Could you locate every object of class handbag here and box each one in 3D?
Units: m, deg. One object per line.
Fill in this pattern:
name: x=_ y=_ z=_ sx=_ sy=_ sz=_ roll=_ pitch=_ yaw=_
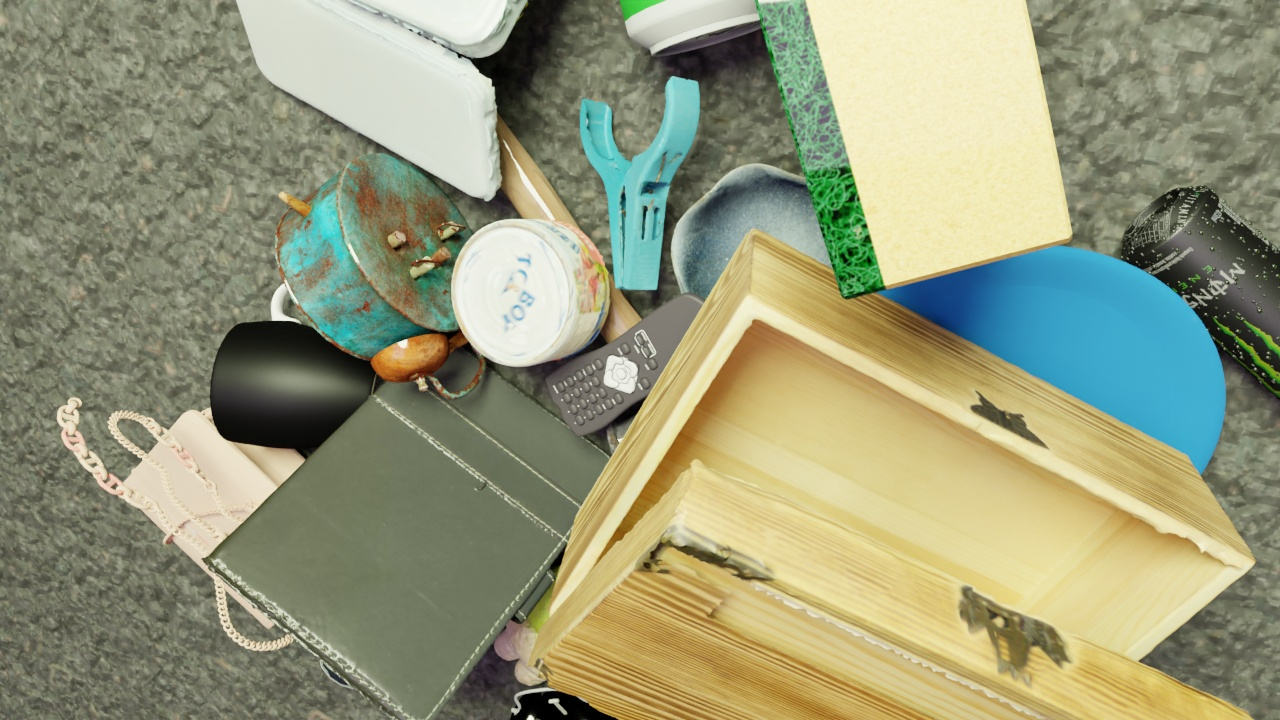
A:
handbag: x=-0.311 y=0.120 z=0.625 sx=0.117 sy=0.187 sz=0.199 roll=-42 pitch=96 yaw=16

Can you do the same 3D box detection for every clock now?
clock: x=-0.142 y=-0.049 z=0.565 sx=0.073 sy=0.121 sz=0.157 roll=-27 pitch=104 yaw=25
clock: x=-0.042 y=0.265 z=0.649 sx=0.091 sy=0.042 sz=0.121 roll=-15 pitch=124 yaw=25

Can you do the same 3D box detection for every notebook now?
notebook: x=-0.129 y=0.097 z=0.573 sx=0.169 sy=0.208 sz=0.030 roll=38 pitch=151 yaw=2

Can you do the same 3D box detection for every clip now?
clip: x=-0.009 y=-0.115 z=0.533 sx=0.119 sy=0.033 sz=0.121 roll=47 pitch=127 yaw=33

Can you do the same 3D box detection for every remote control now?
remote control: x=-0.003 y=0.003 z=0.542 sx=0.125 sy=0.009 sz=0.046 roll=-30 pitch=90 yaw=28

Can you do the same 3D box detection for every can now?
can: x=-0.065 y=-0.040 z=0.538 sx=0.086 sy=0.043 sz=0.086 roll=4 pitch=100 yaw=25
can: x=0.315 y=-0.031 z=0.474 sx=0.137 sy=0.053 sz=0.054 roll=42 pitch=112 yaw=1
can: x=0.021 y=-0.238 z=0.476 sx=0.088 sy=0.087 sz=0.140 roll=-11 pitch=103 yaw=18

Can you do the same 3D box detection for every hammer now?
hammer: x=-0.041 y=-0.064 z=0.573 sx=0.098 sy=0.052 sz=0.328 roll=-34 pitch=92 yaw=22

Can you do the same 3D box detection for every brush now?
brush: x=0.106 y=-0.145 z=0.393 sx=0.075 sy=0.249 sz=0.195 roll=-14 pitch=98 yaw=19

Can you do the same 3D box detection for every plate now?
plate: x=0.205 y=0.033 z=0.525 sx=0.224 sy=0.024 sz=0.225 roll=5 pitch=122 yaw=8

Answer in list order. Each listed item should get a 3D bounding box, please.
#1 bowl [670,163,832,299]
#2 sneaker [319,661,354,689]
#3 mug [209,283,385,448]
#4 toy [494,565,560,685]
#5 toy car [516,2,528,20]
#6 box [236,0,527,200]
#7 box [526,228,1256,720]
bowl: x=0.077 y=-0.059 z=0.532 sx=0.110 sy=0.055 sz=0.110 roll=5 pitch=108 yaw=16
sneaker: x=-0.178 y=0.167 z=0.661 sx=0.084 sy=0.078 sz=0.236 roll=40 pitch=113 yaw=0
mug: x=-0.224 y=0.003 z=0.632 sx=0.100 sy=0.085 sz=0.118 roll=6 pitch=78 yaw=0
toy: x=-0.058 y=0.193 z=0.654 sx=0.115 sy=0.046 sz=0.092 roll=-39 pitch=95 yaw=30
toy car: x=-0.098 y=-0.245 z=0.539 sx=0.049 sy=0.030 sz=0.107 roll=-14 pitch=99 yaw=18
box: x=-0.153 y=-0.205 z=0.526 sx=0.211 sy=0.084 sz=0.186 roll=32 pitch=116 yaw=19
box: x=0.106 y=0.134 z=0.462 sx=0.279 sy=0.220 sz=0.259 roll=26 pitch=122 yaw=-8
